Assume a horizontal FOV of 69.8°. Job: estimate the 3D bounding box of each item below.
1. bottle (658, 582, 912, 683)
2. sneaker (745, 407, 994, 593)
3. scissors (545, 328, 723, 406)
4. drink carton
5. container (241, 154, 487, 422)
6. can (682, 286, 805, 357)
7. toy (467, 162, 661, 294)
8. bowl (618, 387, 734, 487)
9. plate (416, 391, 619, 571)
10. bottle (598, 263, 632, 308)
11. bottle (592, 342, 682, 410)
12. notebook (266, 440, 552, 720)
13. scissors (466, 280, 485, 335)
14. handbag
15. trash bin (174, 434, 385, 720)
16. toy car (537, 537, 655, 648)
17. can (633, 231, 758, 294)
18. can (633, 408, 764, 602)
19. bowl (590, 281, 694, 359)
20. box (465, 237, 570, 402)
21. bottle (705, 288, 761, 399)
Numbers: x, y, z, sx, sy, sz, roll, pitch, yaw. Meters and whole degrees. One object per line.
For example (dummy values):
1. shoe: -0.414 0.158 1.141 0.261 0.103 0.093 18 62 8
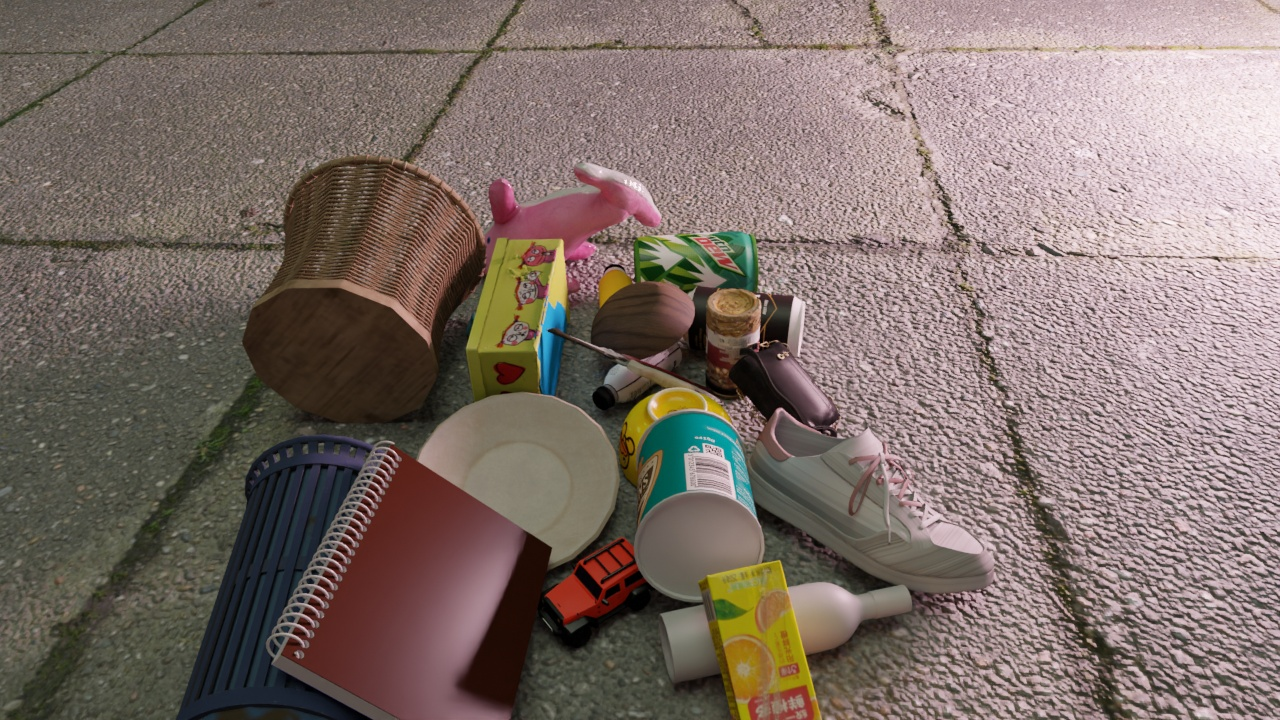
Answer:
1. bottle: 0.115 0.203 0.711 0.195 0.053 0.052 -9 37 -9
2. sneaker: 0.194 0.109 0.785 0.236 0.090 0.099 25 28 32
3. scissors: -0.005 0.005 0.932 0.189 0.015 0.139 28 10 12
4. drink carton: 0.087 0.216 0.651 0.058 0.043 0.134 -10 72 -10
5. container: -0.291 -0.067 0.971 0.227 0.227 0.195 0 44 3
6. can: 0.115 -0.042 1.020 0.129 0.072 0.071 7 38 12
7. toy: -0.105 -0.143 1.126 0.266 0.186 0.127 -20 62 29
8. bowl: 0.036 0.069 0.882 0.117 0.068 0.117 -2 37 1
9. plate: -0.114 0.114 0.840 0.189 0.027 0.188 0 54 0
10. bottle: -0.027 -0.066 1.086 0.043 0.043 0.143 -4 37 -2
11. bottle: -0.006 0.015 0.979 0.041 0.041 0.115 26 45 32
12. notebook: -0.154 0.170 0.669 0.171 0.022 0.208 36 29 -16
13. scissors: -0.186 -0.053 1.042 0.015 0.118 0.138 24 40 -11
14. handbag: 0.149 0.031 0.914 0.078 0.054 0.128 -32 78 -41
15. trash bin: -0.251 0.190 0.684 0.139 0.139 0.249 -5 39 -3
16. toy car: -0.035 0.185 0.747 0.100 0.049 0.051 -25 42 -27
17. can: 0.066 -0.112 1.107 0.144 0.083 0.083 -4 37 -1
18. can: 0.045 0.116 0.764 0.099 0.099 0.143 -2 22 1
19. bowl: -0.003 -0.051 0.989 0.119 0.032 0.119 -14 40 12
20. box: -0.127 -0.028 0.979 0.079 0.125 0.220 0 39 4
21. bottle: 0.096 -0.017 0.961 0.056 0.105 0.056 -2 37 1
